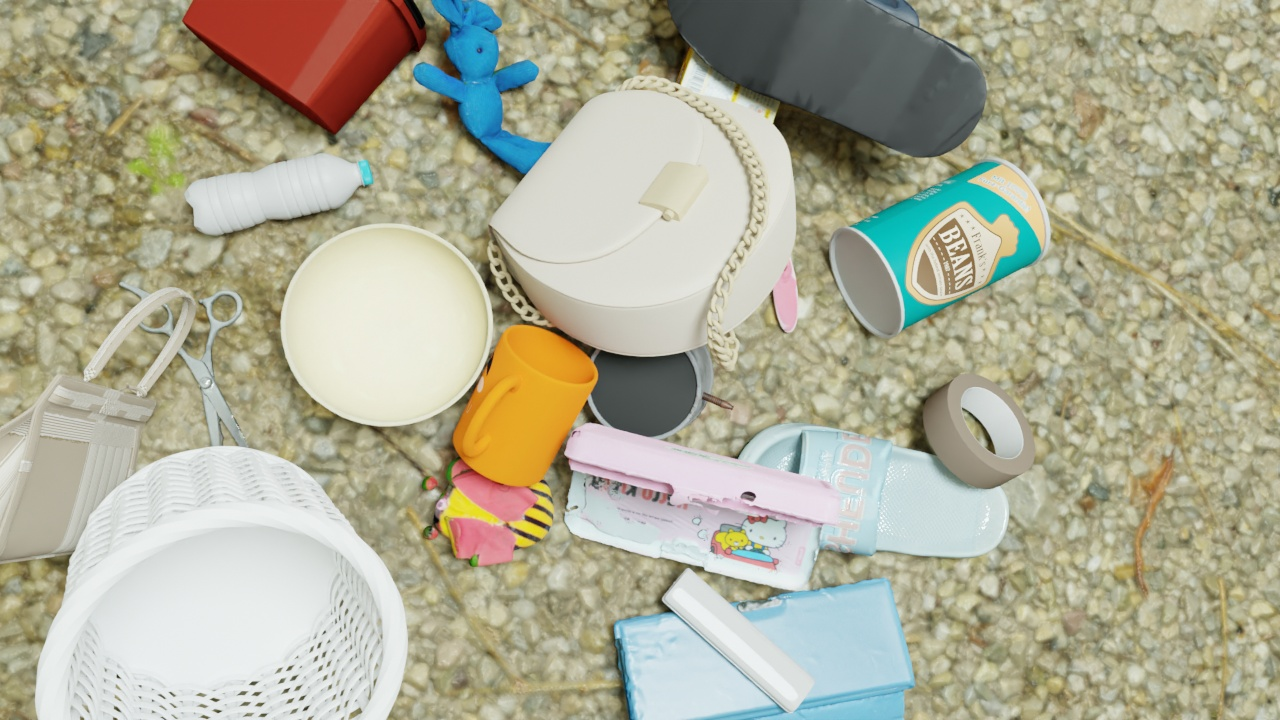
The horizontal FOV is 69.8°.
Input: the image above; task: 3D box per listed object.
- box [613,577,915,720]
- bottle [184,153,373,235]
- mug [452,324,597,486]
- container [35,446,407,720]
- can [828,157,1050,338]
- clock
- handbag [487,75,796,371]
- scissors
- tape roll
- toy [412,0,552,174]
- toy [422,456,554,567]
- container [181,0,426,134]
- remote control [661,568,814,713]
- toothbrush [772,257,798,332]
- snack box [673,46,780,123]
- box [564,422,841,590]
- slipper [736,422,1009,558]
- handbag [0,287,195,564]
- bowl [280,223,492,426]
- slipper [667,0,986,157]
[{"bbox_3d":[0.103,0.273,0.727,0.231,0.060,0.175,-7,86,-10],"label":"box"},{"bbox_3d":[-0.279,-0.133,0.718,0.136,0.044,0.044,-15,86,-10],"label":"bottle"},{"bbox_3d":[-0.094,0.037,0.677,0.077,0.112,0.096,35,113,12],"label":"mug"},{"bbox_3d":[-0.266,0.162,0.589,0.189,0.187,0.189,-4,98,-27],"label":"container"},{"bbox_3d":[0.246,-0.094,0.763,0.144,0.099,0.099,-26,88,-10],"label":"can"},{"bbox_3d":[-0.004,0.004,0.728,0.104,0.056,0.148,-41,94,13],"label":"clock"},{"bbox_3d":[0.009,-0.104,0.694,0.209,0.103,0.210,22,64,26],"label":"handbag"},{"bbox_3d":[-0.350,0.009,0.709,0.130,0.014,0.153,9,80,-8],"label":"scissors"},{"bbox_3d":[0.282,0.058,0.764,0.093,0.030,0.093,16,52,-22],"label":"tape roll"},{"bbox_3d":[-0.124,-0.230,0.740,0.071,0.112,0.176,-15,110,25],"label":"toy"},{"bbox_3d":[-0.118,0.118,0.718,0.103,0.046,0.084,0,70,-13],"label":"toy"},{"bbox_3d":[-0.233,-0.295,0.708,0.148,0.127,0.200,34,87,-3],"label":"container"},{"bbox_3d":[0.076,0.215,0.708,0.131,0.012,0.033,40,69,9],"label":"remote control"},{"bbox_3d":[0.119,-0.091,0.786,0.021,0.016,0.135,-7,85,-9],"label":"toothbrush"},{"bbox_3d":[0.076,-0.238,0.772,0.083,0.061,0.105,20,81,-7],"label":"snack box"},{"bbox_3d":[0.039,0.117,0.688,0.201,0.111,0.101,13,93,6],"label":"box"},{"bbox_3d":[0.192,0.110,0.747,0.245,0.074,0.104,10,82,-9],"label":"slipper"},{"bbox_3d":[-0.367,0.036,0.624,0.062,0.176,0.197,31,78,-4],"label":"handbag"},{"bbox_3d":[-0.189,-0.023,0.704,0.150,0.075,0.150,1,84,-7],"label":"bowl"},{"bbox_3d":[0.144,-0.251,0.721,0.265,0.083,0.109,30,118,6],"label":"slipper"}]
